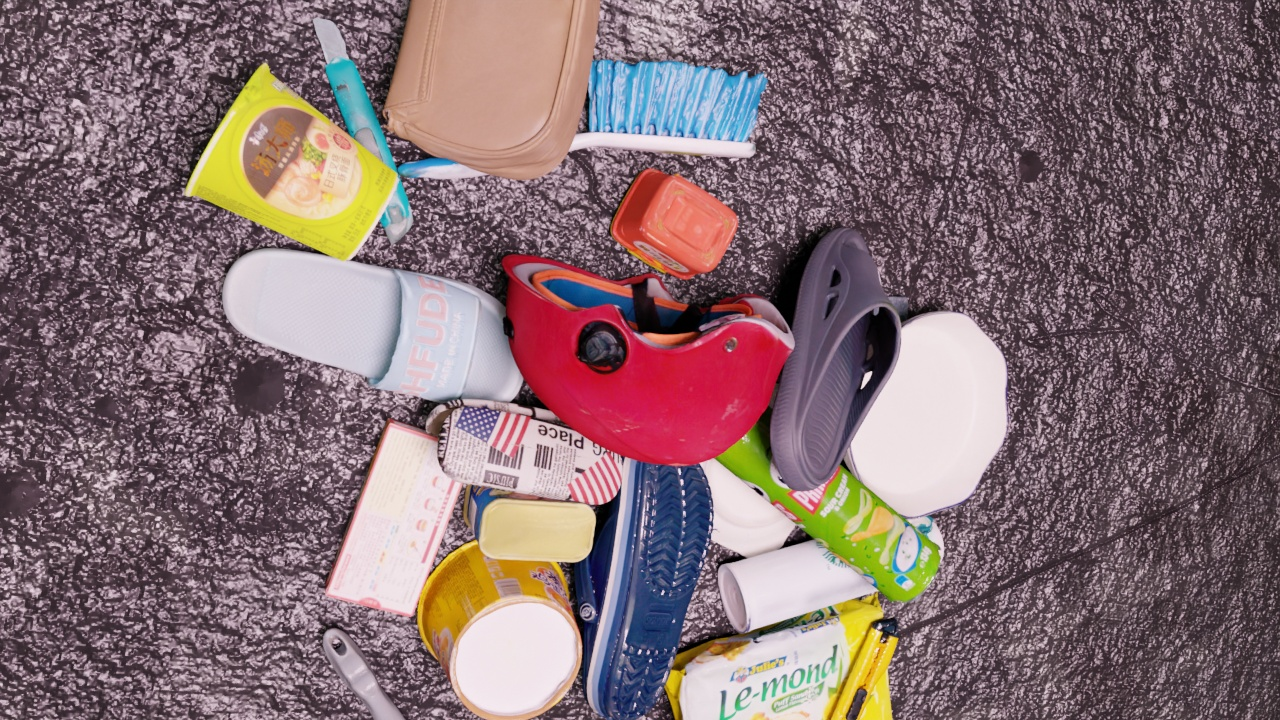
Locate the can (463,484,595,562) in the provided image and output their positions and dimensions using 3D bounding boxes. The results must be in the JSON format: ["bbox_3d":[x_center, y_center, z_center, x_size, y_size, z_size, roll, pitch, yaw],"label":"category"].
[{"bbox_3d":[-0.095,0.134,0.790,0.102,0.083,0.057,6,96,-19],"label":"can"}]

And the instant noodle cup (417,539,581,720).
[{"bbox_3d":[-0.115,0.233,0.785,0.138,0.110,0.138,-3,100,-19],"label":"instant noodle cup"}]

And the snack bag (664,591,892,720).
[{"bbox_3d":[0.136,0.331,0.903,0.246,0.068,0.158,-12,103,-17],"label":"snack bag"}]

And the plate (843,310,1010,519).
[{"bbox_3d":[0.277,0.052,0.906,0.204,0.046,0.205,-5,101,-27],"label":"plate"}]

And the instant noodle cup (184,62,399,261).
[{"bbox_3d":[-0.253,-0.139,0.687,0.123,0.112,0.111,31,88,-24],"label":"instant noodle cup"}]

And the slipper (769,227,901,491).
[{"bbox_3d":[0.184,-0.005,0.789,0.111,0.083,0.267,55,45,-37],"label":"slipper"}]

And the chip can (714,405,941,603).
[{"bbox_3d":[0.166,0.125,0.827,0.236,0.072,0.072,39,85,-11],"label":"chip can"}]

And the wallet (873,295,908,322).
[{"bbox_3d":[0.210,-0.016,0.901,0.120,0.019,0.097,-1,98,-20],"label":"wallet"}]

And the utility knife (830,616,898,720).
[{"bbox_3d":[0.203,0.339,0.882,0.033,0.015,0.202,22,92,-18],"label":"utility knife"}]

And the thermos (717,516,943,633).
[{"bbox_3d":[0.191,0.203,0.901,0.224,0.073,0.073,-12,102,-16],"label":"thermos"}]

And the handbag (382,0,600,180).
[{"bbox_3d":[-0.108,-0.242,0.704,0.148,0.100,0.204,9,82,9],"label":"handbag"}]

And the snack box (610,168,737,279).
[{"bbox_3d":[0.033,-0.119,0.794,0.091,0.080,0.082,29,88,-19],"label":"snack box"}]

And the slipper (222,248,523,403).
[{"bbox_3d":[-0.206,-0.027,0.735,0.245,0.074,0.104,16,92,-18],"label":"slipper"}]

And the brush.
[{"bbox_3d":[-0.042,-0.200,0.775,0.314,0.060,0.109,1,101,-15],"label":"brush"}]

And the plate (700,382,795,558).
[{"bbox_3d":[0.107,0.101,0.877,0.164,0.034,0.163,30,89,-19],"label":"plate"}]

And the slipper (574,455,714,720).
[{"bbox_3d":[-0.007,0.191,0.825,0.105,0.095,0.252,11,88,-51],"label":"slipper"}]

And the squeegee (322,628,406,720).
[{"bbox_3d":[-0.208,0.334,0.809,0.247,0.040,0.249,-36,102,-26],"label":"squeegee"}]

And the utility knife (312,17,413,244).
[{"bbox_3d":[-0.223,-0.184,0.737,0.029,0.013,0.183,-22,104,-13],"label":"utility knife"}]

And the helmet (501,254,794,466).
[{"bbox_3d":[-0.004,0.004,0.741,0.240,0.206,0.144,13,103,4],"label":"helmet"}]

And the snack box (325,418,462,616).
[{"bbox_3d":[-0.205,0.135,0.784,0.077,0.027,0.156,21,91,-19],"label":"snack box"}]

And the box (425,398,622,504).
[{"bbox_3d":[-0.095,0.080,0.758,0.162,0.086,0.076,17,135,-28],"label":"box"}]
